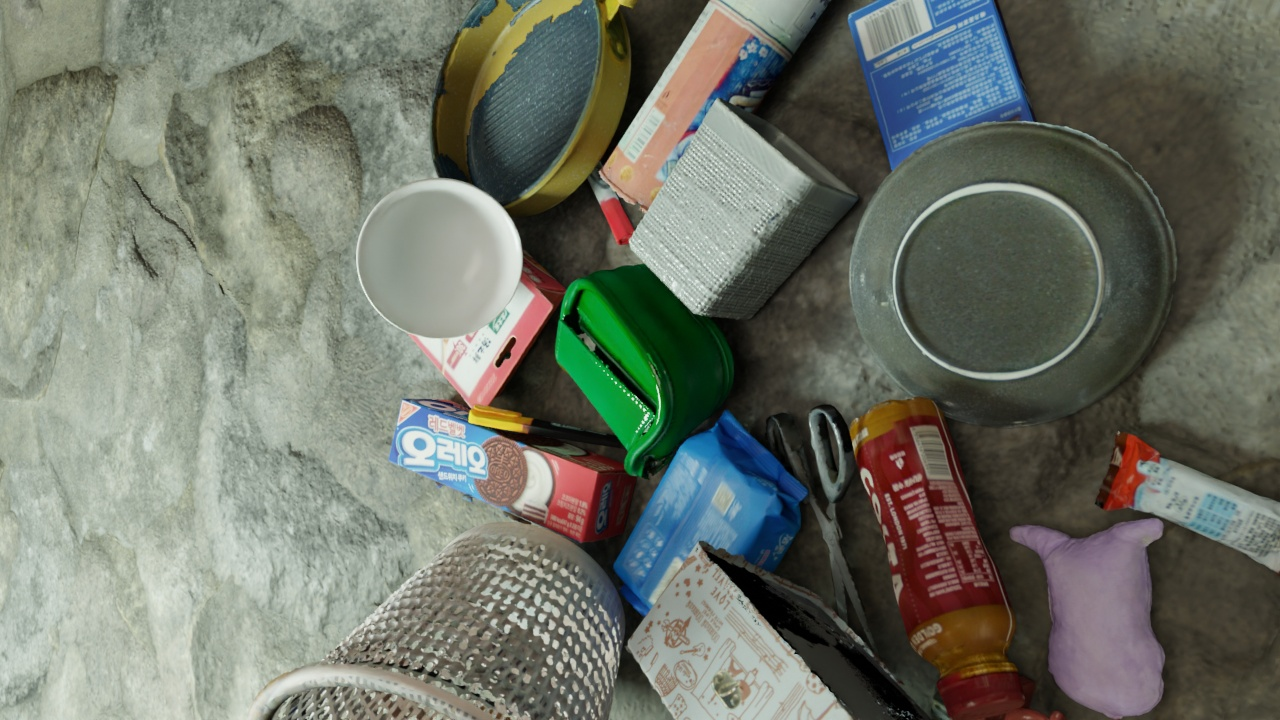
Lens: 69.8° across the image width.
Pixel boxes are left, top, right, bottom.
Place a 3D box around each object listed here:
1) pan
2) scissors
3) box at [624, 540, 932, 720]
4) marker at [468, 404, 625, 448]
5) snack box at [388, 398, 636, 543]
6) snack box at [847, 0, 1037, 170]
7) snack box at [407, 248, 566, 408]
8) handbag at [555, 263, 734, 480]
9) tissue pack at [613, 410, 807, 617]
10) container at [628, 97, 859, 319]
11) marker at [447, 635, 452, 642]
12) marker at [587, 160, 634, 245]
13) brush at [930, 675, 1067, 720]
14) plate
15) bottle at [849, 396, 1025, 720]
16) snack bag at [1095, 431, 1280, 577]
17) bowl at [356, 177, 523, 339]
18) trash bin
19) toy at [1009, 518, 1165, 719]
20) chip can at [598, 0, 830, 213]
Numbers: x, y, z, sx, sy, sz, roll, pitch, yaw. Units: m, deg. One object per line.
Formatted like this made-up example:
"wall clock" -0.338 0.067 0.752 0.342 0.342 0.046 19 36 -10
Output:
"pan" -0.043 -0.239 0.653 0.359 0.078 0.197 -25 66 36
"scissors" 0.118 0.104 0.579 0.159 0.014 0.171 -123 29 -45
"box" 0.063 0.241 0.516 0.193 0.157 0.183 -53 34 5
"marker" -0.070 0.051 0.697 0.124 0.018 0.015 10 103 7
"snack box" -0.106 0.082 0.721 0.208 0.057 0.058 16 96 31
"snack box" 0.189 -0.158 0.562 0.085 0.026 0.157 -19 78 31
"snack box" -0.123 -0.036 0.745 0.127 0.044 0.113 45 110 27
"handbag" -0.004 0.004 0.644 0.131 0.067 0.120 53 141 25
"tissue pack" 0.047 0.120 0.617 0.095 0.052 0.157 42 110 42
"container" 0.064 -0.093 0.604 0.090 0.090 0.114 48 114 25
"marker" -0.104 0.194 0.738 0.146 0.016 0.017 -36 70 26
"marker" -0.039 -0.153 0.713 0.017 0.017 0.145 -34 71 26
"brush" 0.193 0.254 0.519 0.069 0.063 0.146 18 99 45
"plate" 0.205 -0.046 0.528 0.180 0.024 0.179 7 105 29
"bottle" 0.166 0.107 0.515 0.058 0.057 0.174 -28 53 28
"snack bag" 0.298 0.077 0.483 0.104 0.026 0.048 20 105 31
"bowl" -0.152 -0.081 0.693 0.118 0.118 0.064 -68 21 11
"trash bin" -0.107 0.222 0.611 0.228 0.191 0.228 8 120 14
"toy" 0.249 0.142 0.505 0.084 0.038 0.108 -11 85 49
"chip can" 0.056 -0.198 0.623 0.071 0.071 0.215 45 110 26
